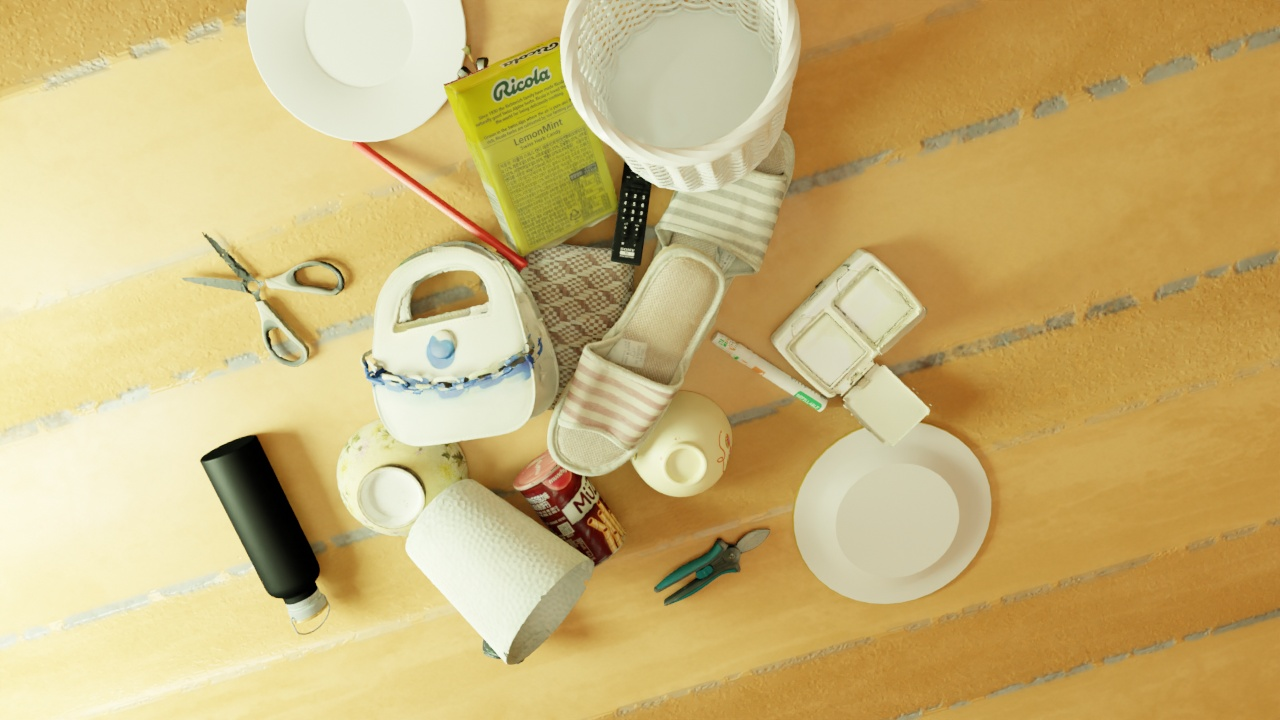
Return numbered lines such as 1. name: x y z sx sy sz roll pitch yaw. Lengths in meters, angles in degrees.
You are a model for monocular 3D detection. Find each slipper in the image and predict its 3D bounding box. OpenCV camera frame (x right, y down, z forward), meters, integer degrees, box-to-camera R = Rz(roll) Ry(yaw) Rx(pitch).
1. slipper: 0.069 -0.118 0.940 0.114 0.054 0.273 27 103 -4
2. slipper: -0.005 0.005 0.919 0.115 0.052 0.263 29 101 -16

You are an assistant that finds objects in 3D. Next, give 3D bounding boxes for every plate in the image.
1. plate: 0.289 0.179 1.044 0.230 0.021 0.230 0 106 -2
2. plate: -0.273 -0.319 0.888 0.208 0.015 0.209 0 106 -2

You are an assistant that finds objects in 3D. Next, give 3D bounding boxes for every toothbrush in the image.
1. toothbrush: -0.204 -0.153 0.922 0.212 0.012 0.018 36 115 -1

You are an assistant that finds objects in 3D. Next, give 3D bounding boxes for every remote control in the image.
1. remote control: -0.006 -0.164 0.917 0.030 0.009 0.140 8 81 -4

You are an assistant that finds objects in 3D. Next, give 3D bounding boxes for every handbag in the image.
1. handbag: -0.186 -0.017 0.920 0.201 0.092 0.199 -12 96 19
2. handbag: -0.074 -0.032 0.961 0.124 0.047 0.186 8 105 4

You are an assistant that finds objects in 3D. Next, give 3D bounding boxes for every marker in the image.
1. marker: 0.140 0.012 0.995 0.145 0.017 0.017 32 102 -10

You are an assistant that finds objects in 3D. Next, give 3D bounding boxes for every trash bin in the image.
1. trash bin: -0.152 0.213 0.963 0.161 0.133 0.133 36 103 19

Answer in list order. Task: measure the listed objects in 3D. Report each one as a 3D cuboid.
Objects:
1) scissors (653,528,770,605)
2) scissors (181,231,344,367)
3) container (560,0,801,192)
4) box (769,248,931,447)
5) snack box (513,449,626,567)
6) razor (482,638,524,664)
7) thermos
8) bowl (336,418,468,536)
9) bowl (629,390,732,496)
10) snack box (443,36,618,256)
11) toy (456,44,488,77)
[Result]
1. scissors: 0.086 0.241 1.057 0.136 0.019 0.139 6 104 -6
2. scissors: -0.386 -0.068 0.956 0.157 0.012 0.171 -18 106 1
3. container: 0.041 -0.253 0.808 0.189 0.186 0.189 0 93 8
4. box: 0.251 -0.003 0.951 0.184 0.098 0.143 41 100 -11
5. snack box: -0.075 0.161 1.001 0.072 0.072 0.121 -32 105 7
6. razor: -0.147 0.272 1.035 0.053 0.063 0.140 8 95 16
7. thermos: -0.401 0.197 1.005 0.061 0.061 0.231 -19 105 3
8. bowl: -0.263 0.136 0.992 0.145 0.063 0.145 0 105 -2
9. bowl: 0.045 0.100 0.986 0.118 0.074 0.118 0 106 -2
10. snack box: -0.098 -0.199 0.877 0.121 0.045 0.181 -29 128 -14
11. toy: -0.145 -0.255 0.886 0.076 0.062 0.100 -19 113 23
